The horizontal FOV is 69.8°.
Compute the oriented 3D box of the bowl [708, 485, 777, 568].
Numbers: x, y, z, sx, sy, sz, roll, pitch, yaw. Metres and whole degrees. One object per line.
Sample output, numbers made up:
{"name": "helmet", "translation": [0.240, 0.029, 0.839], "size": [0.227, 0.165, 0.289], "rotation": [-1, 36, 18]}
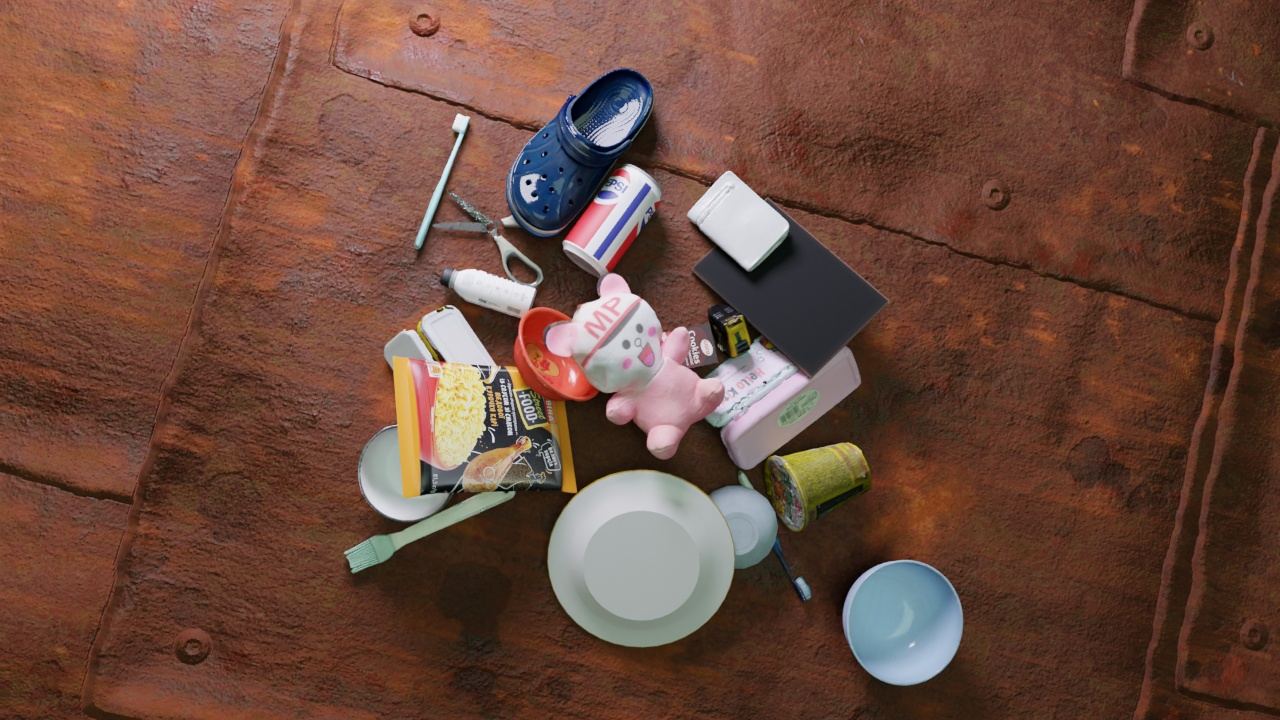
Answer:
{"name": "bowl", "translation": [0.120, 0.211, 1.144], "size": [0.106, 0.039, 0.106], "rotation": [0, 92, 3]}

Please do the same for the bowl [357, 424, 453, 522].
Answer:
{"name": "bowl", "translation": [-0.270, 0.130, 1.090], "size": [0.116, 0.065, 0.116], "rotation": [0, 92, 0]}

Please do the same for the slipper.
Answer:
{"name": "slipper", "translation": [-0.075, -0.269, 1.131], "size": [0.105, 0.095, 0.252], "rotation": [38, 77, -4]}

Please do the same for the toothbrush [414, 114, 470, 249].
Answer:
{"name": "toothbrush", "translation": [-0.250, -0.224, 1.147], "size": [0.016, 0.016, 0.180], "rotation": [19, 84, -9]}

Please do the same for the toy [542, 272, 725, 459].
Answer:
{"name": "toy", "translation": [-0.006, 0.006, 1.095], "size": [0.213, 0.084, 0.141], "rotation": [46, 74, -5]}

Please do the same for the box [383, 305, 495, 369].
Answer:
{"name": "box", "translation": [-0.220, 0.043, 1.131], "size": [0.210, 0.080, 0.083], "rotation": [56, 42, -2]}

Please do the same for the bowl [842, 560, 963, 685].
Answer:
{"name": "bowl", "translation": [0.318, 0.322, 1.154], "size": [0.150, 0.075, 0.150], "rotation": [0, 87, -7]}

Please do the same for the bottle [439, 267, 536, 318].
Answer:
{"name": "bottle", "translation": [-0.189, -0.087, 1.133], "size": [0.116, 0.041, 0.041], "rotation": [18, 84, -6]}

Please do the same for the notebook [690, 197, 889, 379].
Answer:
{"name": "notebook", "translation": [0.187, -0.095, 1.162], "size": [0.141, 0.008, 0.209], "rotation": [-43, 73, -8]}

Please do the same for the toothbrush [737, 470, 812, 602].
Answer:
{"name": "toothbrush", "translation": [0.171, 0.224, 1.172], "size": [0.017, 0.016, 0.189], "rotation": [-28, 91, -18]}

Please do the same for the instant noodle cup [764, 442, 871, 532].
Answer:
{"name": "instant noodle cup", "translation": [0.224, 0.150, 1.148], "size": [0.108, 0.102, 0.102], "rotation": [-17, 89, -17]}

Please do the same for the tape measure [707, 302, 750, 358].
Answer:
{"name": "tape measure", "translation": [0.110, -0.035, 1.157], "size": [0.038, 0.067, 0.063], "rotation": [-27, 119, -10]}

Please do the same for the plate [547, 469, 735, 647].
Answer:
{"name": "plate", "translation": [0.001, 0.245, 1.115], "size": [0.230, 0.021, 0.230], "rotation": [0, 101, 0]}

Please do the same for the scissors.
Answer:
{"name": "scissors", "translation": [-0.170, -0.160, 1.154], "size": [0.157, 0.012, 0.169], "rotation": [-25, 90, -10]}

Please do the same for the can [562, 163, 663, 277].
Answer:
{"name": "can", "translation": [-0.034, -0.173, 1.143], "size": [0.070, 0.070, 0.132], "rotation": [36, 83, -4]}

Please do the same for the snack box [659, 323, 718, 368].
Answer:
{"name": "snack box", "translation": [0.022, -0.007, 1.159], "size": [0.141, 0.032, 0.051], "rotation": [-12, 88, -8]}

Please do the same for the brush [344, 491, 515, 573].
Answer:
{"name": "brush", "translation": [-0.254, 0.200, 1.122], "size": [0.217, 0.012, 0.033], "rotation": [-24, 90, -9]}

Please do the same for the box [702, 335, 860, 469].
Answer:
{"name": "box", "translation": [0.169, 0.034, 1.174], "size": [0.201, 0.103, 0.101], "rotation": [-36, 131, -9]}

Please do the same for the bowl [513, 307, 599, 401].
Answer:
{"name": "bowl", "translation": [-0.108, 0.002, 1.113], "size": [0.045, 0.130, 0.130], "rotation": [-36, 92, 33]}

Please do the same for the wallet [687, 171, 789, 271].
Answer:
{"name": "wallet", "translation": [0.126, -0.177, 1.175], "size": [0.086, 0.032, 0.116], "rotation": [-42, 78, 0]}

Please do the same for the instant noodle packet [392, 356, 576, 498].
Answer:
{"name": "instant noodle packet", "translation": [-0.178, 0.077, 1.069], "size": [0.220, 0.032, 0.159], "rotation": [4, 68, -36]}
